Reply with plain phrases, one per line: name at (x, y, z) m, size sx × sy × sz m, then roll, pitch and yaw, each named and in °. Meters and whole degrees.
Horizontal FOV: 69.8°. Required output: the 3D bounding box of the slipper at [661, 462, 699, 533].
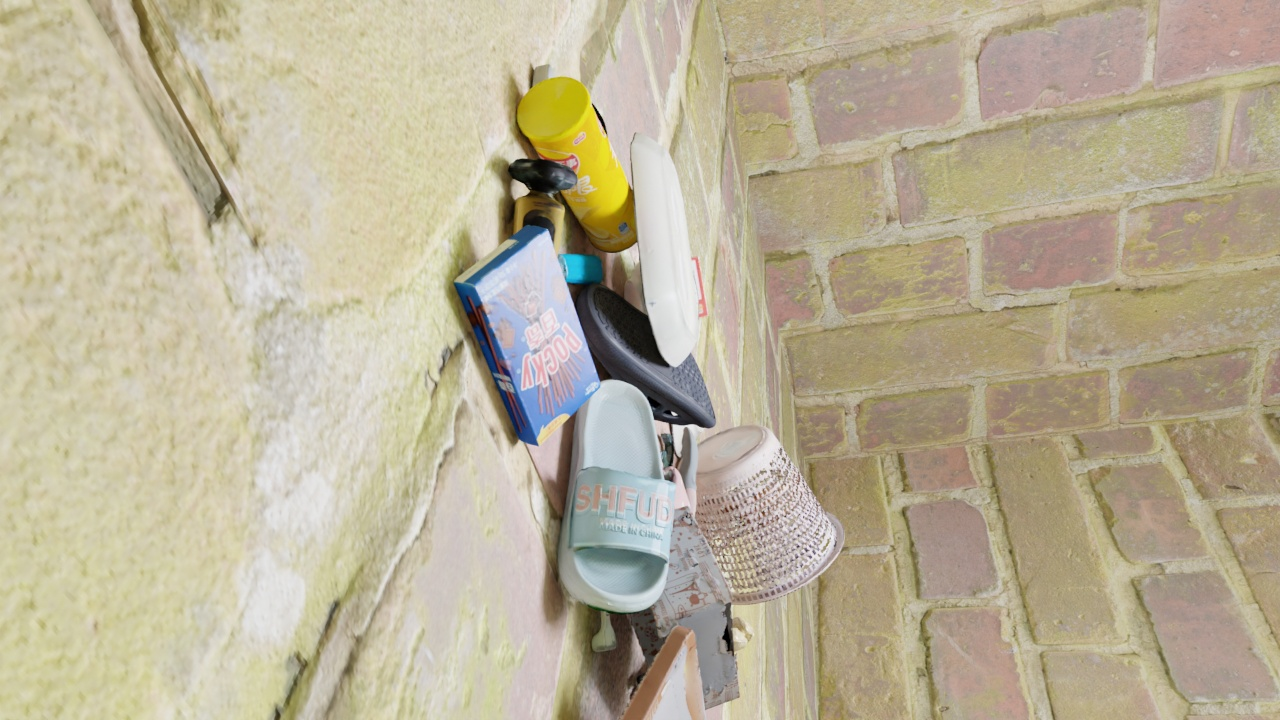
slipper at (0.031, 0.221, 1.031) m, size 0.113 × 0.054 × 0.275 m, roll -56°, pitch 143°, yaw -48°

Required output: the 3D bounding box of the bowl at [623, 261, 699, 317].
bowl at (0.020, -0.079, 1.145) m, size 0.117 × 0.066 × 0.116 m, roll 168°, pitch -90°, yaw -71°

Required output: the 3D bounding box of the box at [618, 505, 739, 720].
box at (0.030, 0.288, 0.859) m, size 0.273 × 0.125 × 0.179 m, roll -81°, pitch 167°, yaw -51°

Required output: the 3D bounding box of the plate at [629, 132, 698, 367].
plate at (0.030, -0.126, 1.017) m, size 0.162 × 0.034 × 0.265 m, roll 50°, pitch 32°, yaw -66°

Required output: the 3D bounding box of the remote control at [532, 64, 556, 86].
remote control at (-0.081, -0.246, 0.963) m, size 0.135 × 0.019 × 0.056 m, roll 56°, pitch 29°, yaw -61°

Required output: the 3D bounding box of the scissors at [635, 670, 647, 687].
scissors at (0.046, 0.319, 1.049) m, size 0.196 × 0.015 × 0.206 m, roll -57°, pitch 158°, yaw -19°

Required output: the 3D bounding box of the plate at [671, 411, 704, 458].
plate at (0.071, 0.058, 1.392) m, size 0.164 × 0.034 × 0.163 m, roll -30°, pitch 111°, yaw -76°

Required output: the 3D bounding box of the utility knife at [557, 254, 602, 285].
utility knife at (-0.071, -0.093, 0.918) m, size 0.216 × 0.018 × 0.034 m, roll -19°, pitch 103°, yaw -78°

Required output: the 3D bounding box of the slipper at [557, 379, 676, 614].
slipper at (-0.014, 0.114, 0.838) m, size 0.074 × 0.104 × 0.244 m, roll -50°, pitch -149°, yaw 43°

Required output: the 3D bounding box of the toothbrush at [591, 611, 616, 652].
toothbrush at (-0.045, 0.180, 0.877) m, size 0.029 × 0.020 × 0.189 m, roll 0°, pitch 79°, yaw -44°

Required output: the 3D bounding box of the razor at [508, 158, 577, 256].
razor at (-0.089, -0.101, 0.785) m, size 0.068 × 0.062 × 0.167 m, roll 128°, pitch -32°, yaw -64°

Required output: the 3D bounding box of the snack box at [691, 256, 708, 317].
snack box at (0.043, -0.092, 1.217) m, size 0.156 × 0.027 × 0.077 m, roll -176°, pitch -103°, yaw -71°

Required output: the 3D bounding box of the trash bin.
trash bin at (0.156, 0.209, 1.333) m, size 0.192 × 0.228 × 0.227 m, roll 65°, pitch 18°, yaw -16°

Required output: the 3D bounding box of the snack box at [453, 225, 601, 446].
snack box at (-0.085, -0.017, 0.726) m, size 0.084 × 0.026 × 0.157 m, roll -44°, pitch 132°, yaw -35°

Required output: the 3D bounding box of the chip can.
chip can at (-0.055, -0.192, 0.937) m, size 0.213 × 0.072 × 0.072 m, roll 58°, pitch 27°, yaw -62°

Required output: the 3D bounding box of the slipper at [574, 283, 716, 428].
slipper at (-0.006, 0.006, 1.038) m, size 0.268 × 0.083 × 0.110 m, roll 38°, pitch 33°, yaw -47°

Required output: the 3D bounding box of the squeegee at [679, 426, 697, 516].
squeegee at (0.054, 0.179, 1.181) m, size 0.248 × 0.040 × 0.248 m, roll -76°, pitch 155°, yaw -44°

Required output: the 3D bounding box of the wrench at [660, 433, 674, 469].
wrench at (0.008, 0.119, 1.131) m, size 0.273 × 0.016 × 0.056 m, roll 14°, pitch 71°, yaw -75°

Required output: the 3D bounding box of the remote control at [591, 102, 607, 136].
remote control at (-0.057, -0.274, 1.071) m, size 0.136 × 0.024 × 0.053 m, roll 29°, pitch 53°, yaw -73°

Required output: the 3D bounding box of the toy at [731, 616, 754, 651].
toy at (0.070, 0.349, 1.017) m, size 0.157 × 0.066 × 0.105 m, roll -57°, pitch 170°, yaw 18°
